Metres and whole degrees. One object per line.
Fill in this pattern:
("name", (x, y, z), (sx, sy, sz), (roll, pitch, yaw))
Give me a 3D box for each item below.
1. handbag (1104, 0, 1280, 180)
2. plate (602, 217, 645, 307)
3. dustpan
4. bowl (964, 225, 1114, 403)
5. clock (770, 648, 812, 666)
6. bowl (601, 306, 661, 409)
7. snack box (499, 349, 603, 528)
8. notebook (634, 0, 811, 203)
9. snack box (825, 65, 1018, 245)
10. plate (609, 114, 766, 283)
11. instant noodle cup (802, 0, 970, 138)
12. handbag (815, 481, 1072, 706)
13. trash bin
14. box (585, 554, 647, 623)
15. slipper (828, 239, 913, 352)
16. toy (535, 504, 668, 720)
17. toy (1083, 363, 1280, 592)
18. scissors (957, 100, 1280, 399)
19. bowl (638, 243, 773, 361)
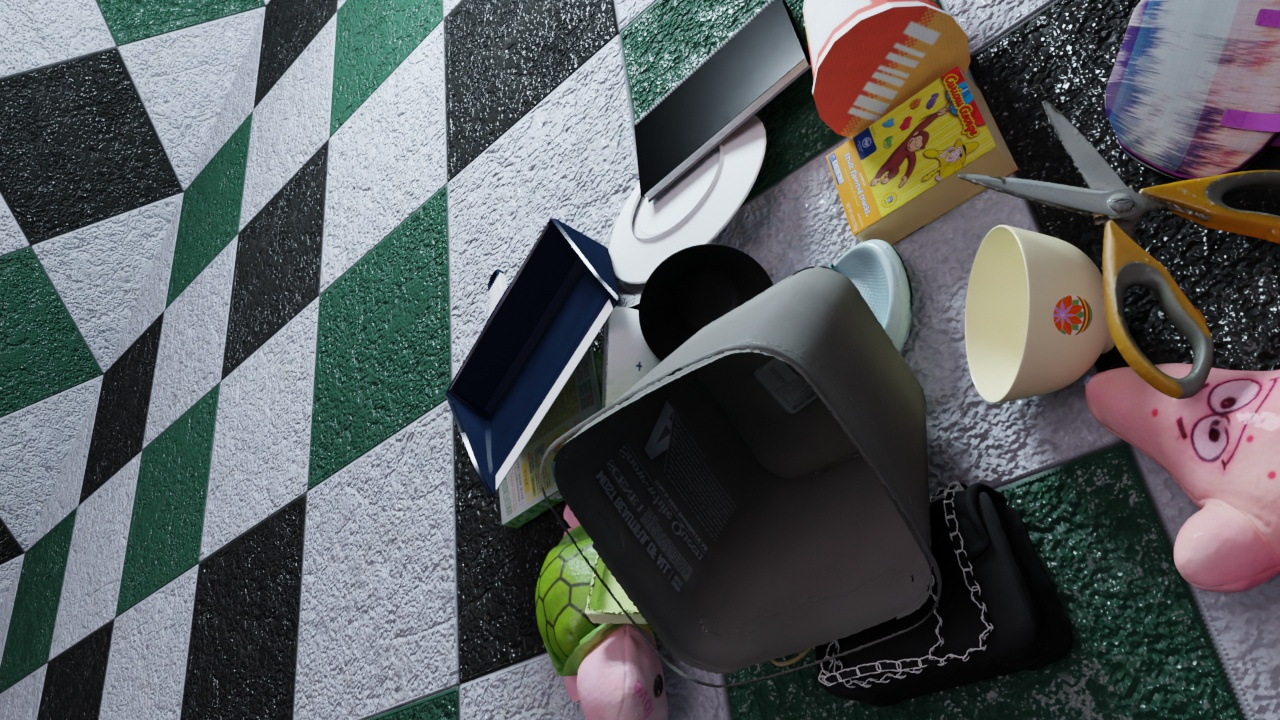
("handbag", (0.394, -0.176, 0.571), (0.170, 0.068, 0.144), (18, 88, 41))
("plate", (0.021, -0.127, 0.931), (0.189, 0.016, 0.188), (-35, 36, 29))
("dustpan", (-0.127, -0.030, 0.958), (0.237, 0.080, 0.272), (-56, 17, 16))
("bowl", (0.272, -0.029, 0.609), (0.074, 0.118, 0.117), (2, 69, 2))
("clock", (0.099, 0.177, 0.723), (0.090, 0.052, 0.129), (-44, 51, 23))
("bowl", (-0.005, 0.005, 0.876), (0.113, 0.063, 0.113), (180, 93, -86))
("snack box", (-0.091, 0.085, 0.973), (0.168, 0.027, 0.131), (-34, 50, 32))
("notebook", (0.074, -0.267, 0.931), (0.207, 0.016, 0.148), (-36, 36, 27))
("snack box", (0.224, -0.161, 0.745), (0.126, 0.040, 0.088), (-32, 52, 32))
("plate", (0.038, -0.168, 0.913), (0.209, 0.015, 0.208), (-35, 35, 29))
("instant noodle cup", (0.196, -0.274, 0.774), (0.124, 0.123, 0.121), (-35, 44, 31))
("handbag", (0.178, 0.150, 0.607), (0.154, 0.114, 0.125), (-33, 48, 35))
("trash bin", (0.087, 0.056, 0.617), (0.198, 0.197, 0.219), (-30, 10, 31))
("box", (-0.006, 0.128, 0.787), (0.083, 0.091, 0.187), (-24, 35, 31))
("slipper", (0.120, -0.002, 0.760), (0.246, 0.074, 0.104), (-42, 48, 27))
("toy", (-0.039, 0.228, 0.814), (0.190, 0.087, 0.238), (-52, 38, 25))
("toy", (0.349, 0.045, 0.494), (0.192, 0.097, 0.237), (-56, 35, -5))
("scissors", (0.301, -0.074, 0.547), (0.225, 0.016, 0.224), (12, 65, 18))
("bowl", (0.060, -0.051, 0.838), (0.124, 0.124, 0.052), (-52, 11, 16))
